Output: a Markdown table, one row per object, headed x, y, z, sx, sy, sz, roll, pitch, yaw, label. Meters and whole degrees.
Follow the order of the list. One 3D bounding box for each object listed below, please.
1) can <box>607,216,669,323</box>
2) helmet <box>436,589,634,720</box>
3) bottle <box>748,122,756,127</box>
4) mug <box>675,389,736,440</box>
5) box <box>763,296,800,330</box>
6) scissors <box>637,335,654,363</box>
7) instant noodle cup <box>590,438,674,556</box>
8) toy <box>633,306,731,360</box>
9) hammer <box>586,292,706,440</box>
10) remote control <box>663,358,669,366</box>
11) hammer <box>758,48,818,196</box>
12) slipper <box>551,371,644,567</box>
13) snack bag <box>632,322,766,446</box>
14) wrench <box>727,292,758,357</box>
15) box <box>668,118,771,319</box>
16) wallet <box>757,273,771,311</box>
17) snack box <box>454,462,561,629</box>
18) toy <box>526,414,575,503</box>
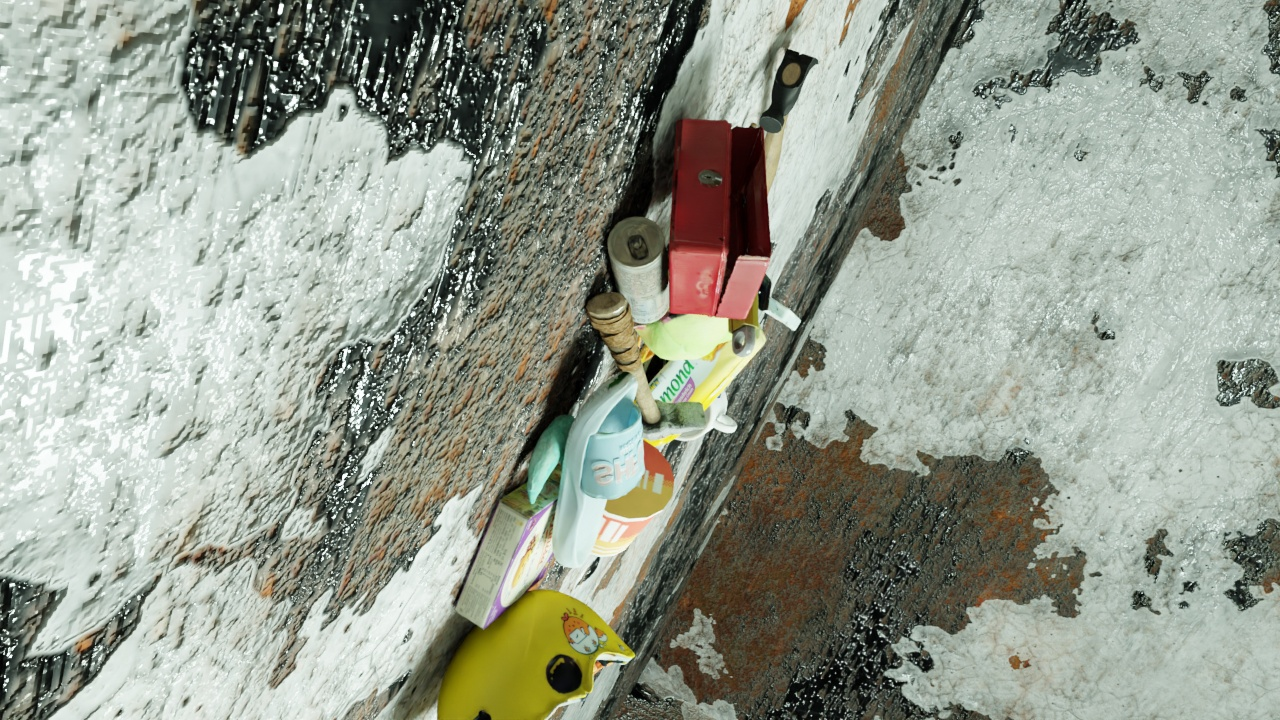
| x | y | z | sx | sy | sz | roll | pitch | yaw | label |
| --- | --- | --- | --- | --- | --- | --- | --- | --- | --- |
| 0.000 | -0.085 | 0.897 | 0.054 | 0.054 | 0.136 | -58 | 165 | -16 | can |
| -0.143 | 0.348 | 1.031 | 0.210 | 0.139 | 0.239 | -43 | 168 | 37 | helmet |
| 0.115 | -0.231 | 1.088 | 0.025 | 0.025 | 0.106 | -36 | 151 | -61 | bottle |
| 0.091 | 0.076 | 1.395 | 0.091 | 0.121 | 0.090 | -64 | 166 | 14 | mug |
| 0.161 | -0.085 | 1.308 | 0.041 | 0.134 | 0.197 | -62 | 166 | 4 | box |
| -0.011 | 0.014 | 1.139 | 0.125 | 0.011 | 0.128 | -35 | 150 | -64 | scissors |
| -0.036 | 0.177 | 1.159 | 0.123 | 0.123 | 0.121 | -49 | 169 | -43 | instant noodle cup |
| 0.068 | -0.055 | 1.053 | 0.150 | 0.107 | 0.196 | -21 | -167 | 34 | toy |
| -0.005 | 0.015 | 1.010 | 0.319 | 0.121 | 0.048 | 69 | 12 | -62 | hammer |
| 0.046 | -0.023 | 1.278 | 0.045 | 0.008 | 0.147 | -56 | 165 | -21 | remote control |
| 0.165 | -0.266 | 1.161 | 0.306 | 0.040 | 0.132 | 92 | 20 | -69 | hammer |
| -0.036 | 0.121 | 0.971 | 0.103 | 0.074 | 0.246 | -44 | 152 | -60 | slipper |
| 0.072 | 0.028 | 1.244 | 0.247 | 0.068 | 0.159 | -48 | 170 | 13 | snack bag |
| 0.104 | -0.127 | 0.964 | 0.084 | 0.018 | 0.272 | -33 | -131 | 53 | wrench |
| 0.068 | -0.133 | 0.875 | 0.129 | 0.092 | 0.157 | 91 | -1 | -63 | box |
| 0.122 | -0.117 | 1.169 | 0.026 | 0.115 | 0.089 | -33 | 159 | -8 | wallet |
| -0.129 | 0.197 | 1.001 | 0.144 | 0.040 | 0.147 | -67 | 166 | 18 | snack box |
| -0.089 | 0.098 | 0.960 | 0.105 | 0.033 | 0.085 | -28 | 133 | -66 | toy |
